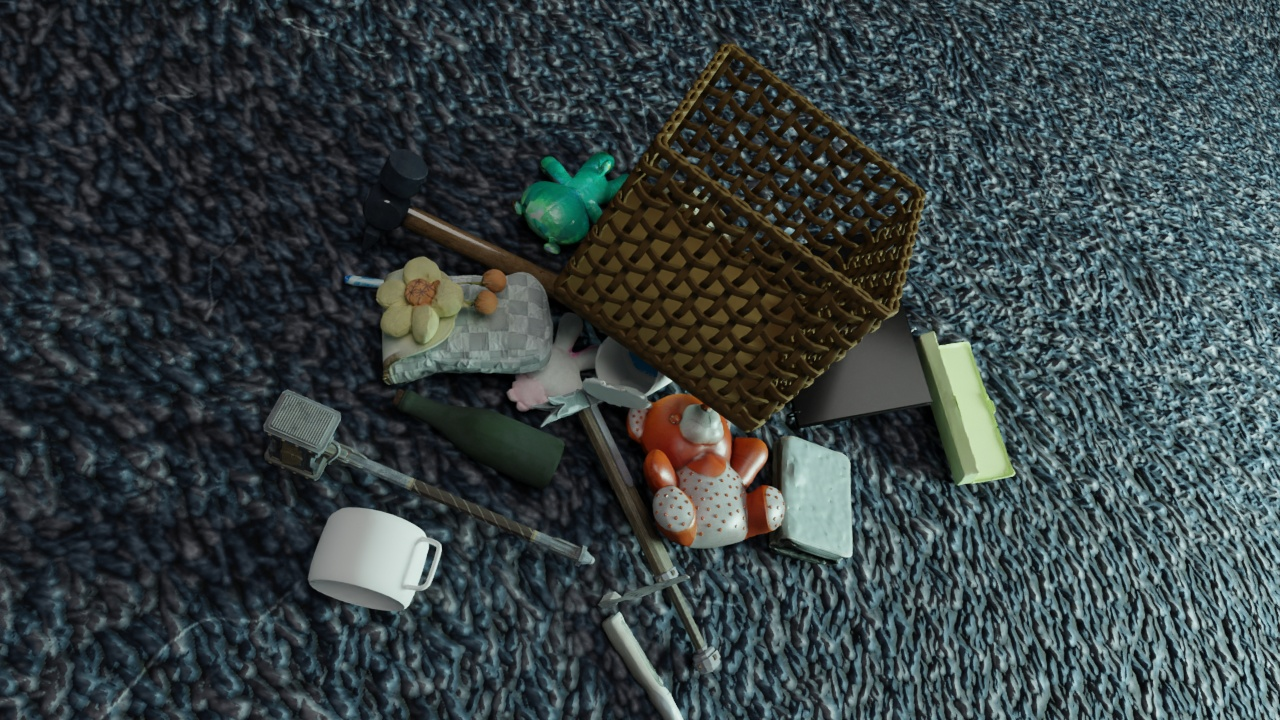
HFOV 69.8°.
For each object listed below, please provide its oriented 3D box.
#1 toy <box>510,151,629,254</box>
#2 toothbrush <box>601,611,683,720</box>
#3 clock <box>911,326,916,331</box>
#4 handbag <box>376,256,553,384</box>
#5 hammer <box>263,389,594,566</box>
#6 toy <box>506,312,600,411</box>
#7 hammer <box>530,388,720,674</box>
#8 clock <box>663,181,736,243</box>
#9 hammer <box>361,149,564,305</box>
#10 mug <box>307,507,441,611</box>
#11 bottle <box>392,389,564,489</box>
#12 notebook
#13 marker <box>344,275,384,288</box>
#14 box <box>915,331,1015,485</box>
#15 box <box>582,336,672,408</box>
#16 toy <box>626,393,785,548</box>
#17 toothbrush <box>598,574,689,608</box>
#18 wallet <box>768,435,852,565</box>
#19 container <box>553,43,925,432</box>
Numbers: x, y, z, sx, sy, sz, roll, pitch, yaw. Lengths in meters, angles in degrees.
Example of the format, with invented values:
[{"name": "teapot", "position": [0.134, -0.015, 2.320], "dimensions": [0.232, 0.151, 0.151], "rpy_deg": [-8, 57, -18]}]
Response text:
[{"name": "toy", "position": [-0.075, -0.189, 1.065], "dimensions": [0.130, 0.073, 0.192], "rpy_deg": [45, 50, 2]}, {"name": "toothbrush", "position": [0.021, 0.331, 0.899], "dimensions": [0.024, 0.022, 0.185], "rpy_deg": [-33, 81, -11]}, {"name": "clock", "position": [0.295, -0.003, 1.140], "dimensions": [0.087, 0.044, 0.124], "rpy_deg": [30, 59, -7]}, {"name": "handbag", "position": [-0.174, -0.044, 0.922], "dimensions": [0.171, 0.123, 0.112], "rpy_deg": [-3, 63, -8]}, {"name": "hammer", "position": [-0.190, 0.126, 0.860], "dimensions": [0.322, 0.099, 0.044], "rpy_deg": [25, 61, -10]}, {"name": "toy", "position": [-0.093, 0.010, 0.985], "dimensions": [0.076, 0.037, 0.125], "rpy_deg": [45, 64, -3]}, {"name": "hammer", "position": [0.005, 0.171, 0.944], "dimensions": [0.146, 0.028, 0.316], "rpy_deg": [-16, 78, -60]}, {"name": "clock", "position": [0.057, -0.171, 1.108], "dimensions": [0.092, 0.055, 0.140], "rpy_deg": [0, 52, -50]}, {"name": "hammer", "position": [-0.142, -0.102, 0.990], "dimensions": [0.321, 0.130, 0.040], "rpy_deg": [25, 44, -21]}, {"name": "mug", "position": [-0.231, 0.177, 0.816], "dimensions": [0.116, 0.094, 0.068], "rpy_deg": [1, 59, 20]}, {"name": "bottle", "position": [-0.165, 0.072, 0.920], "dimensions": [0.174, 0.055, 0.055], "rpy_deg": [25, 61, -9]}, {"name": "notebook", "position": [0.238, -0.041, 1.112], "dimensions": [0.169, 0.019, 0.231], "rpy_deg": [-10, 69, -1]}, {"name": "marker", "position": [-0.242, -0.077, 0.979], "dimensions": [0.141, 0.013, 0.013], "rpy_deg": [6, 66, -19]}, {"name": "box", "position": [0.397, 0.062, 1.154], "dimensions": [0.133, 0.061, 0.188], "rpy_deg": [5, 65, -44]}, {"name": "box", "position": [-0.007, 0.009, 0.960], "dimensions": [0.081, 0.092, 0.159], "rpy_deg": [24, 16, 15]}, {"name": "toy", "position": [0.063, 0.108, 0.966], "dimensions": [0.163, 0.093, 0.172], "rpy_deg": [-2, 58, -29]}, {"name": "toothbrush", "position": [0.002, 0.212, 0.851], "dimensions": [0.010, 0.182, 0.010], "rpy_deg": [39, 56, -8]}, {"name": "wallet", "position": [0.188, 0.156, 1.025], "dimensions": [0.100, 0.054, 0.131], "rpy_deg": [23, 60, -24]}, {"name": "container", "position": [0.097, -0.116, 0.903], "dimensions": [0.251, 0.215, 0.218], "rpy_deg": [35, 45, -7]}]
